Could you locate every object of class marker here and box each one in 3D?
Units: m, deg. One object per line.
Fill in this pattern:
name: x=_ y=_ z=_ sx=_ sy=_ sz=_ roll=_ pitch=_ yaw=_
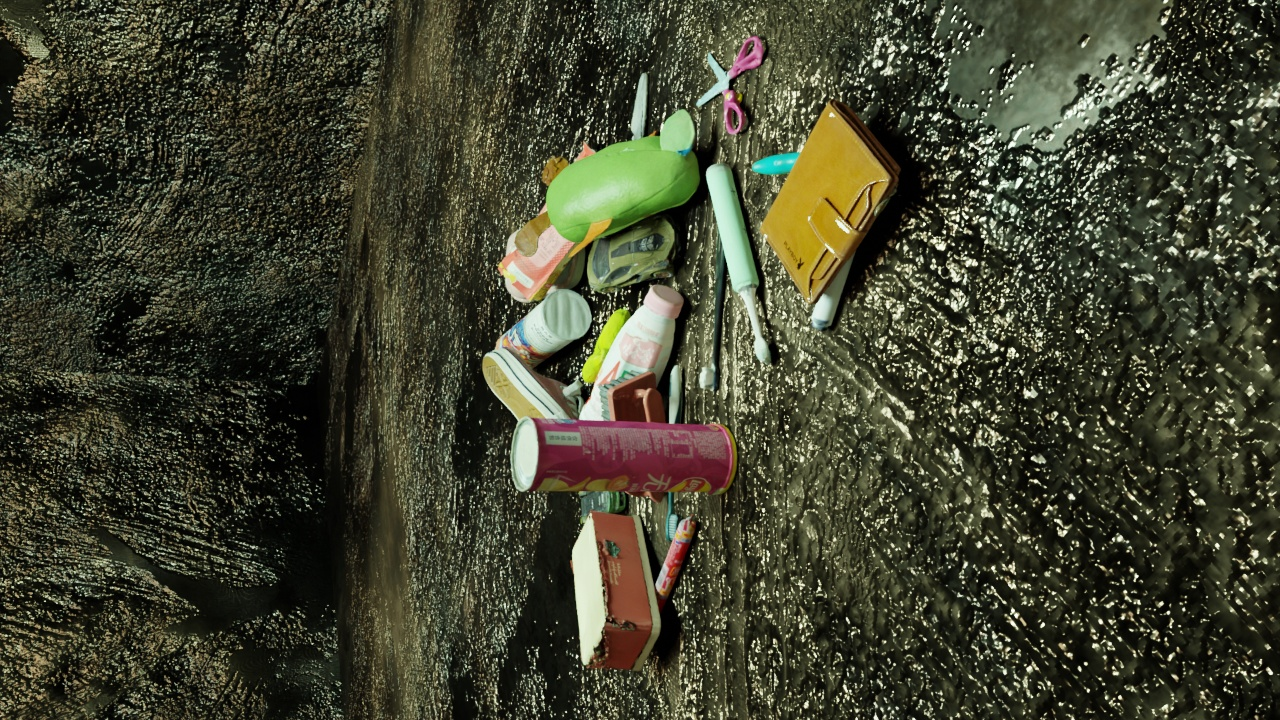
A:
marker: x=0.169 y=-0.086 z=0.758 sx=0.022 sy=0.018 sz=0.131 roll=38 pitch=120 yaw=48

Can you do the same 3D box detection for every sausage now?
sausage: x=0.031 y=0.226 z=0.984 sx=0.020 sy=0.020 sz=0.156 roll=57 pitch=135 yaw=50

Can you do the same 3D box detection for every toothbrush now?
toothbrush: x=0.039 y=0.100 z=0.993 sx=0.018 sy=0.016 sz=0.191 roll=-2 pitch=84 yaw=47
toothbrush: x=0.077 y=-0.059 z=0.940 sx=0.016 sy=0.018 sz=0.181 roll=-176 pitch=92 yaw=-66
toothbrush: x=0.097 y=-0.098 z=0.893 sx=0.026 sy=0.027 sz=0.224 roll=-22 pitch=62 yaw=23

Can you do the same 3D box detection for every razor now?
razor: x=0.146 y=-0.177 z=0.803 sx=0.133 sy=0.028 sz=0.043 roll=3 pitch=98 yaw=57

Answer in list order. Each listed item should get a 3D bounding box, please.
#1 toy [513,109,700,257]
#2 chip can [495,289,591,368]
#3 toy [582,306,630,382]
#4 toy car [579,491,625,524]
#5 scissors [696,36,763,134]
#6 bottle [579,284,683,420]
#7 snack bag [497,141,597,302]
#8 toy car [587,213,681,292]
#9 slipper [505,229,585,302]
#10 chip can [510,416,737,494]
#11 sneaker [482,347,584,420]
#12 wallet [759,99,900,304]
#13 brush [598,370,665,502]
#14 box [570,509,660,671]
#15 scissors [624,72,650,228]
toy: x=-0.034 y=-0.192 z=1.036 sx=0.247 sy=0.090 sz=0.226 roll=-7 pitch=46 yaw=39
chip can: x=-0.144 y=-0.036 z=1.309 sx=0.215 sy=0.071 sz=0.071 roll=-28 pitch=61 yaw=60
toy: x=-0.038 y=-0.018 z=1.104 sx=0.100 sy=0.031 sz=0.096 roll=-60 pitch=5 yaw=3
toy car: x=-0.049 y=0.176 z=1.130 sx=0.091 sy=0.036 sz=0.043 roll=-31 pitch=60 yaw=57
scissors: x=0.092 y=-0.292 z=0.946 sx=0.133 sy=0.017 sz=0.126 roll=-107 pitch=32 yaw=-42
bottle: x=-0.006 y=0.006 z=1.044 sx=0.197 sy=0.068 sz=0.068 roll=-64 pitch=34 yaw=28
snack bag: x=-0.107 y=-0.184 z=1.235 sx=0.208 sy=0.073 sz=0.128 roll=-51 pitch=40 yaw=18
toy car: x=-0.012 y=-0.122 z=1.067 sx=0.158 sy=0.042 sz=0.070 roll=-16 pitch=72 yaw=45
slipper: x=-0.159 y=-0.145 z=1.372 sx=0.275 sy=0.054 sz=0.114 roll=6 pitch=91 yaw=61
chip can: x=-0.014 y=0.092 z=0.881 sx=0.072 sy=0.210 sz=0.071 roll=-17 pitch=71 yaw=62
sneaker: x=-0.116 y=0.063 z=1.229 sx=0.241 sy=0.087 sz=0.118 roll=47 pitch=143 yaw=29
wallet: x=0.154 y=-0.122 z=0.742 sx=0.131 sy=0.035 sz=0.119 roll=-63 pitch=35 yaw=39
brush: x=-0.002 y=0.087 z=1.001 sx=0.069 sy=0.063 sz=0.146 roll=23 pitch=127 yaw=44
box: x=-0.039 y=0.254 z=1.022 sx=0.168 sy=0.079 sz=0.091 roll=-103 pitch=29 yaw=-51
scissors: x=0.003 y=-0.240 z=1.117 sx=0.137 sy=0.021 sz=0.235 roll=36 pitch=111 yaw=49
